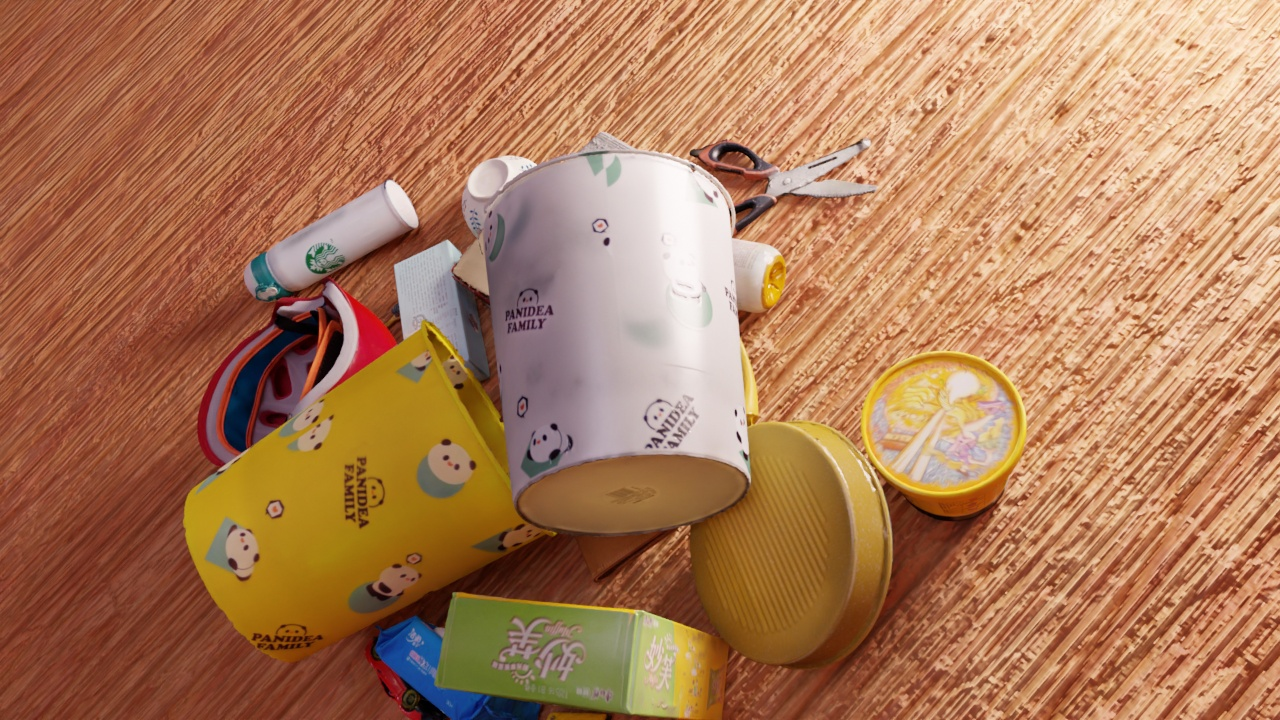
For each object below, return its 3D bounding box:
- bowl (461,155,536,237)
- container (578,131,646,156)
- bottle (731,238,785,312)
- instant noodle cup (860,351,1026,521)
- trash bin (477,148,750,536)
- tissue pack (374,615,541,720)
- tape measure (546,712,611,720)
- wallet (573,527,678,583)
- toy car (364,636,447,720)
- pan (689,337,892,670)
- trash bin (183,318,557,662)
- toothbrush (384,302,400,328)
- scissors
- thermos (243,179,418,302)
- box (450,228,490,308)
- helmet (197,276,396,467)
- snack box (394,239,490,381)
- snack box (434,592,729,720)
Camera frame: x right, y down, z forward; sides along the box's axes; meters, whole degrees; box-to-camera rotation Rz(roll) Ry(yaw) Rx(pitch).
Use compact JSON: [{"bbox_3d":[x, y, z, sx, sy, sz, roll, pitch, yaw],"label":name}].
[{"bbox_3d":[-0.164,-0.196,1.077,0.114,0.062,0.113,-9,63,18],"label":"bowl"},{"bbox_3d":[-0.042,-0.175,0.999,0.090,0.090,0.114,37,80,32],"label":"container"},{"bbox_3d":[0.050,-0.097,0.929,0.190,0.068,0.068,15,72,29],"label":"bottle"},{"bbox_3d":[0.245,0.069,0.733,0.119,0.114,0.118,-10,61,19],"label":"instant noodle cup"},{"bbox_3d":[-0.017,-0.003,0.759,0.230,0.229,0.251,-15,62,16],"label":"trash bin"},{"bbox_3d":[-0.163,0.279,0.821,0.157,0.095,0.052,24,75,33],"label":"tissue pack"},{"bbox_3d":[-0.056,0.329,0.787,0.060,0.029,0.057,-6,64,21],"label":"tape measure"},{"bbox_3d":[-0.027,0.126,0.869,0.108,0.031,0.131,-38,57,14],"label":"wallet"},{"bbox_3d":[-0.220,0.303,0.859,0.031,0.049,0.106,-48,57,-2],"label":"toy car"},{"bbox_3d":[0.105,0.087,0.793,0.198,0.078,0.357,-52,44,35],"label":"pan"},{"bbox_3d":[-0.241,0.124,0.830,0.255,0.230,0.229,-31,57,-3],"label":"trash bin"},{"bbox_3d":[-0.343,-0.012,1.088,0.191,0.018,0.016,-39,55,1],"label":"toothbrush"},{"bbox_3d":[0.132,-0.184,0.968,0.227,0.015,0.189,33,81,33],"label":"scissors"},{"bbox_3d":[-0.390,-0.142,1.145,0.224,0.073,0.073,-27,58,10],"label":"thermos"},{"bbox_3d":[-0.126,-0.089,0.976,0.168,0.080,0.091,30,80,44],"label":"box"},{"bbox_3d":[-0.352,0.042,0.996,0.241,0.144,0.206,-21,54,30],"label":"helmet"},{"bbox_3d":[-0.225,-0.046,1.034,0.074,0.051,0.174,-22,59,10],"label":"snack box"},{"bbox_3d":[-0.035,0.235,0.716,0.158,0.210,0.070,-1,69,23],"label":"snack box"}]
